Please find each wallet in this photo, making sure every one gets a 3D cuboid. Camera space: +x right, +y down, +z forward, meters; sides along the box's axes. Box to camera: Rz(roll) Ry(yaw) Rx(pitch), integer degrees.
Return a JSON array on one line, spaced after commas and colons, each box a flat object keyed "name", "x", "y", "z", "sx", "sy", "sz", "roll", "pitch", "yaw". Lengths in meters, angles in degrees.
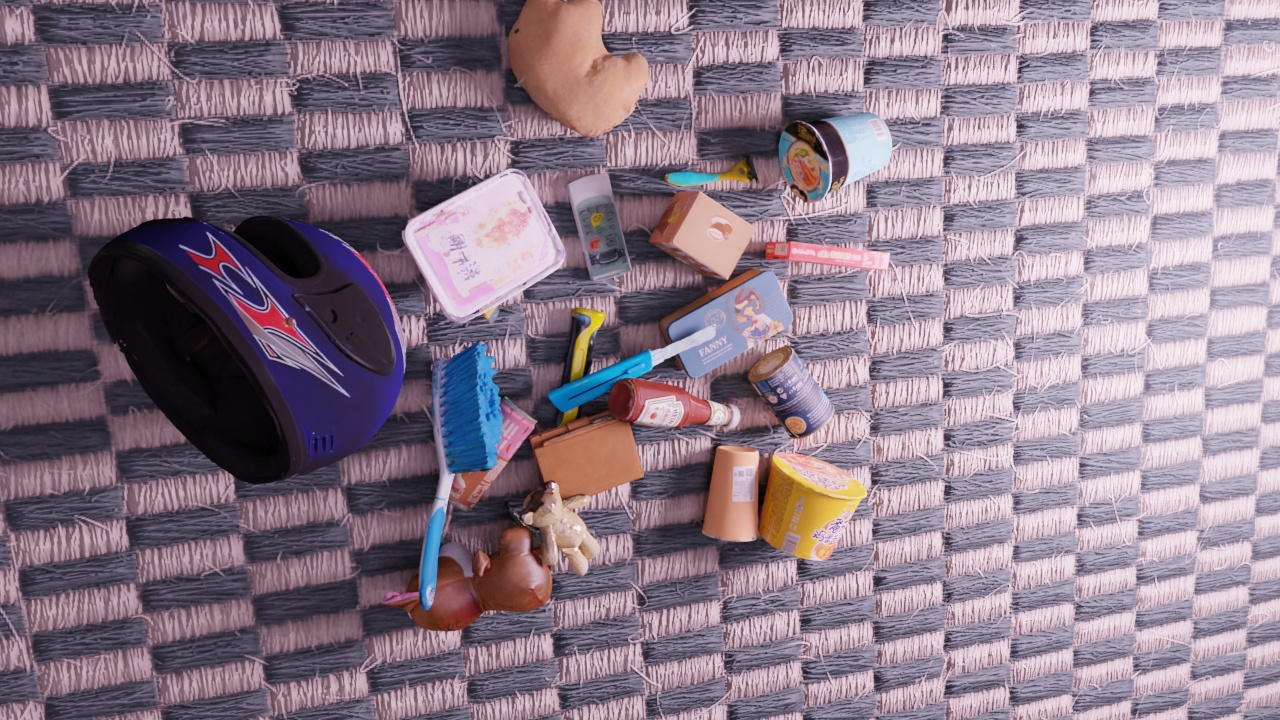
[{"name": "wallet", "x": -0.069, "y": 0.127, "z": 1.199, "sx": 0.131, "sy": 0.031, "sz": 0.108, "roll": -20, "pitch": 108, "yaw": -13}]

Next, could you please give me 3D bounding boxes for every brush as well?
[{"name": "brush", "x": -0.225, "y": 0.137, "z": 1.120, "sx": 0.109, "sy": 0.060, "sz": 0.314, "roll": -11, "pitch": 73, "yaw": 15}]

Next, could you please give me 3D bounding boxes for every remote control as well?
[{"name": "remote control", "x": -0.054, "y": -0.173, "z": 1.191, "sx": 0.056, "sy": 0.019, "sz": 0.135, "roll": -17, "pitch": 104, "yaw": -13}]

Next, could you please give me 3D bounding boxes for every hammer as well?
[{"name": "hammer", "x": -0.100, "y": 0.090, "z": 1.217, "sx": 0.126, "sy": 0.032, "sz": 0.323, "roll": 8, "pitch": 97, "yaw": -18}]

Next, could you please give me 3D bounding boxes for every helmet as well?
[{"name": "helmet", "x": -0.395, "y": -0.037, "z": 0.996, "sx": 0.315, "sy": 0.248, "sz": 0.239, "roll": 63, "pitch": 37, "yaw": -22}]

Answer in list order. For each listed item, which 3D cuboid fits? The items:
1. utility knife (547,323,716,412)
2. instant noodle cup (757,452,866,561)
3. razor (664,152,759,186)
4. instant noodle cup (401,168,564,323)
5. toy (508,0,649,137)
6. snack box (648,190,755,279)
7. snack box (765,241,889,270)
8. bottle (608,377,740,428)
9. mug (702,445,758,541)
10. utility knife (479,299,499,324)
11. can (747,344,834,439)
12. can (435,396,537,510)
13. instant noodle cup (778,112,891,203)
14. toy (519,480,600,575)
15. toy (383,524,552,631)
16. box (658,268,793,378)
[{"name": "utility knife", "x": -0.007, "y": 0.007, "z": 1.188, "sx": 0.236, "sy": 0.018, "sz": 0.034, "roll": -25, "pitch": 107, "yaw": -3}, {"name": "instant noodle cup", "x": 0.233, "y": 0.207, "z": 1.285, "sx": 0.138, "sy": 0.138, "sz": 0.110, "roll": 13, "pitch": 105, "yaw": -18}, {"name": "razor", "x": 0.093, "y": -0.246, "z": 1.216, "sx": 0.132, "sy": 0.028, "sz": 0.043, "roll": -10, "pitch": 79, "yaw": -18}, {"name": "instant noodle cup", "x": -0.194, "y": -0.139, "z": 1.121, "sx": 0.173, "sy": 0.060, "sz": 0.138, "roll": -33, "pitch": 107, "yaw": -21}, {"name": "toy", "x": -0.096, "y": -0.378, "z": 1.116, "sx": 0.143, "sy": 0.082, "sz": 0.226, "roll": -45, "pitch": 105, "yaw": -10}, {"name": "snack box", "x": 0.079, "y": -0.163, "z": 1.192, "sx": 0.092, "sy": 0.094, "sz": 0.077, "roll": 30, "pitch": 90, "yaw": -19}, {"name": "snack box", "x": 0.255, "y": -0.144, "z": 1.257, "sx": 0.152, "sy": 0.075, "sz": 0.025, "roll": 4, "pitch": 97, "yaw": -17}, {"name": "bottle", "x": 0.051, "y": 0.064, "z": 1.217, "sx": 0.205, "sy": 0.060, "sz": 0.060, "roll": 11, "pitch": 96, "yaw": -39}, {"name": "mug", "x": 0.130, "y": 0.183, "z": 1.279, "sx": 0.078, "sy": 0.078, "sz": 0.123, "roll": 3, "pitch": 94, "yaw": -17}, {"name": "utility knife", "x": -0.223, "y": -0.118, "z": 1.152, "sx": 0.033, "sy": 0.015, "sz": 0.164, "roll": -32, "pitch": 107, "yaw": -12}, {"name": "can", "x": 0.208, "y": 0.043, "z": 1.275, "sx": 0.075, "sy": 0.075, "sz": 0.111, "roll": -40, "pitch": 107, "yaw": -7}, {"name": "can", "x": -0.198, "y": 0.120, "z": 1.179, "sx": 0.058, "sy": 0.058, "sz": 0.147, "roll": 38, "pitch": 87, "yaw": -19}, {"name": "instant noodle cup", "x": 0.265, "y": -0.279, "z": 1.228, "sx": 0.120, "sy": 0.111, "sz": 0.111, "roll": -21, "pitch": 105, "yaw": -21}, {"name": "toy", "x": -0.100, "y": 0.218, "z": 1.178, "sx": 0.105, "sy": 0.066, "sz": 0.157, "roll": -53, "pitch": 134, "yaw": -24}, {"name": "toy", "x": -0.216, "y": 0.281, "z": 1.173, "sx": 0.199, "sy": 0.130, "sz": 0.140, "roll": -25, "pitch": 144, "yaw": 0}, {"name": "box", "x": 0.109, "y": -0.050, "z": 1.239, "sx": 0.184, "sy": 0.061, "sz": 0.090, "roll": -32, "pitch": 106, "yaw": -11}]
